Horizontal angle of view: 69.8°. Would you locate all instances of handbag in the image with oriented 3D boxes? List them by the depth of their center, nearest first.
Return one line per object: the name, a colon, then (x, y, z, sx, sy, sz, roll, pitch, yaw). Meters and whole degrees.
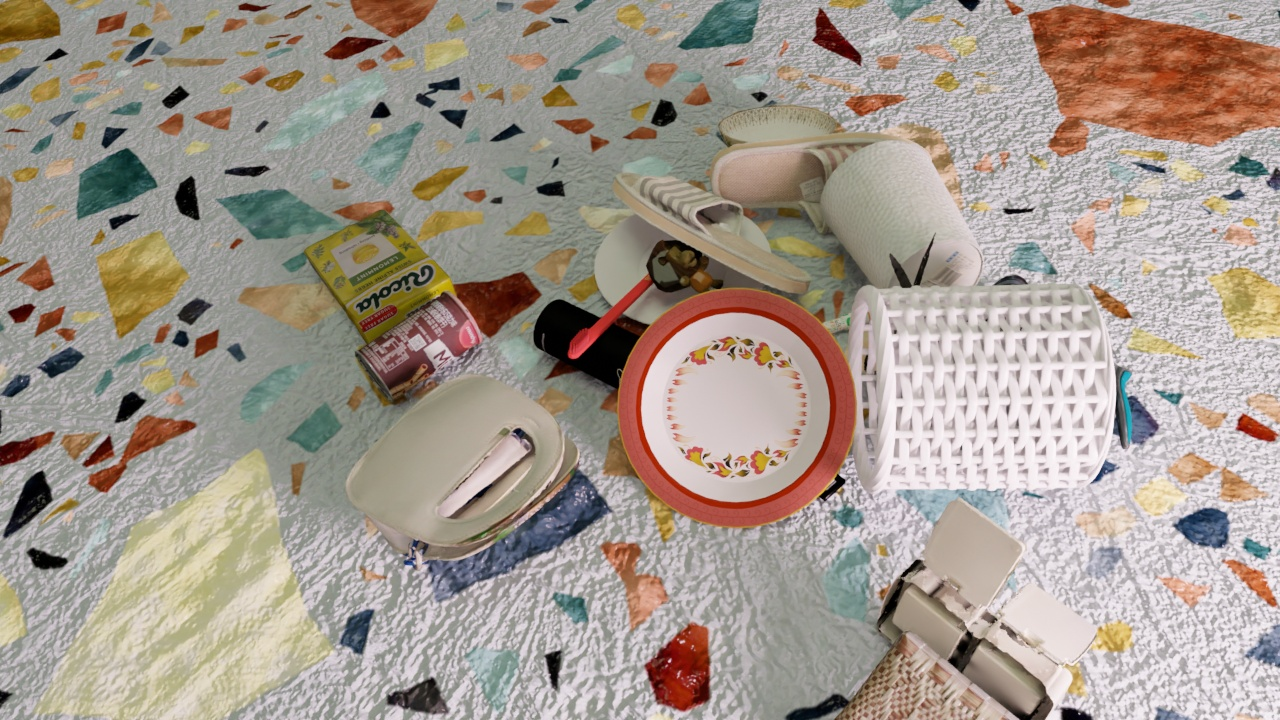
handbag: (0.236, 0.309, 0.687, 0.186, 0.047, 0.124, 38, 85, 30)
handbag: (-0.155, 0.112, 0.869, 0.200, 0.093, 0.200, 18, 54, 41)

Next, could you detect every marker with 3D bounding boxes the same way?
marker: (0.265, -0.054, 1.008, 0.145, 0.017, 0.017, -17, 51, -7)

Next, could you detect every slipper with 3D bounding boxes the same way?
slipper: (0.081, -0.155, 1.045, 0.273, 0.054, 0.114, 37, 30, 27)
slipper: (0.213, -0.206, 1.079, 0.263, 0.115, 0.052, 1, 40, 2)

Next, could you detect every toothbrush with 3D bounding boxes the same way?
toothbrush: (-0.022, -0.060, 0.985, 0.012, 0.018, 0.211, 20, 38, 18)

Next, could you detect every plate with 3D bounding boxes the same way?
plate: (0.091, 0.045, 0.884, 0.230, 0.021, 0.229, -1, 85, 14)
plate: (0.050, -0.114, 1.086, 0.209, 0.015, 0.208, -4, 51, 4)

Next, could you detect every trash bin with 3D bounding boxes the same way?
trash bin: (0.285, -0.138, 0.992, 0.133, 0.133, 0.161, -13, 47, -3)

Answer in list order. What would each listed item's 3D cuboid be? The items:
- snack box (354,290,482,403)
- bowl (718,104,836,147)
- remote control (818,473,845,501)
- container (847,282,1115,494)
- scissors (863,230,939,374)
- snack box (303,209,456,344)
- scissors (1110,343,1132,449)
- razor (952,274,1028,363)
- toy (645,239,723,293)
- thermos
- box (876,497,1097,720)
snack box: (-0.243, -0.015, 1.009, 0.121, 0.072, 0.072, -38, 56, -21)
bowl: (0.171, -0.268, 1.152, 0.145, 0.063, 0.145, -3, 33, 2)
remote control: (0.141, 0.087, 0.915, 0.030, 0.009, 0.140, -37, 56, -21)
container: (0.295, 0.024, 0.831, 0.187, 0.190, 0.188, -1, 51, 5)
scissors: (0.278, -0.050, 0.934, 0.157, 0.171, 0.012, 12, 25, -39)
snack box: (-0.320, -0.109, 1.111, 0.121, 0.045, 0.181, -32, 55, -18)
scissors: (0.473, 0.028, 0.915, 0.135, 0.019, 0.139, -32, 53, -21)
razor: (0.357, -0.035, 0.963, 0.140, 0.053, 0.064, -37, 22, -15)
toy: (0.056, -0.095, 1.023, 0.100, 0.063, 0.076, 37, 58, 9)
thermos: (-0.006, 0.006, 0.967, 0.231, 0.061, 0.061, 26, 59, 25)
box: (0.285, 0.185, 0.712, 0.098, 0.184, 0.143, -34, 57, -29)
